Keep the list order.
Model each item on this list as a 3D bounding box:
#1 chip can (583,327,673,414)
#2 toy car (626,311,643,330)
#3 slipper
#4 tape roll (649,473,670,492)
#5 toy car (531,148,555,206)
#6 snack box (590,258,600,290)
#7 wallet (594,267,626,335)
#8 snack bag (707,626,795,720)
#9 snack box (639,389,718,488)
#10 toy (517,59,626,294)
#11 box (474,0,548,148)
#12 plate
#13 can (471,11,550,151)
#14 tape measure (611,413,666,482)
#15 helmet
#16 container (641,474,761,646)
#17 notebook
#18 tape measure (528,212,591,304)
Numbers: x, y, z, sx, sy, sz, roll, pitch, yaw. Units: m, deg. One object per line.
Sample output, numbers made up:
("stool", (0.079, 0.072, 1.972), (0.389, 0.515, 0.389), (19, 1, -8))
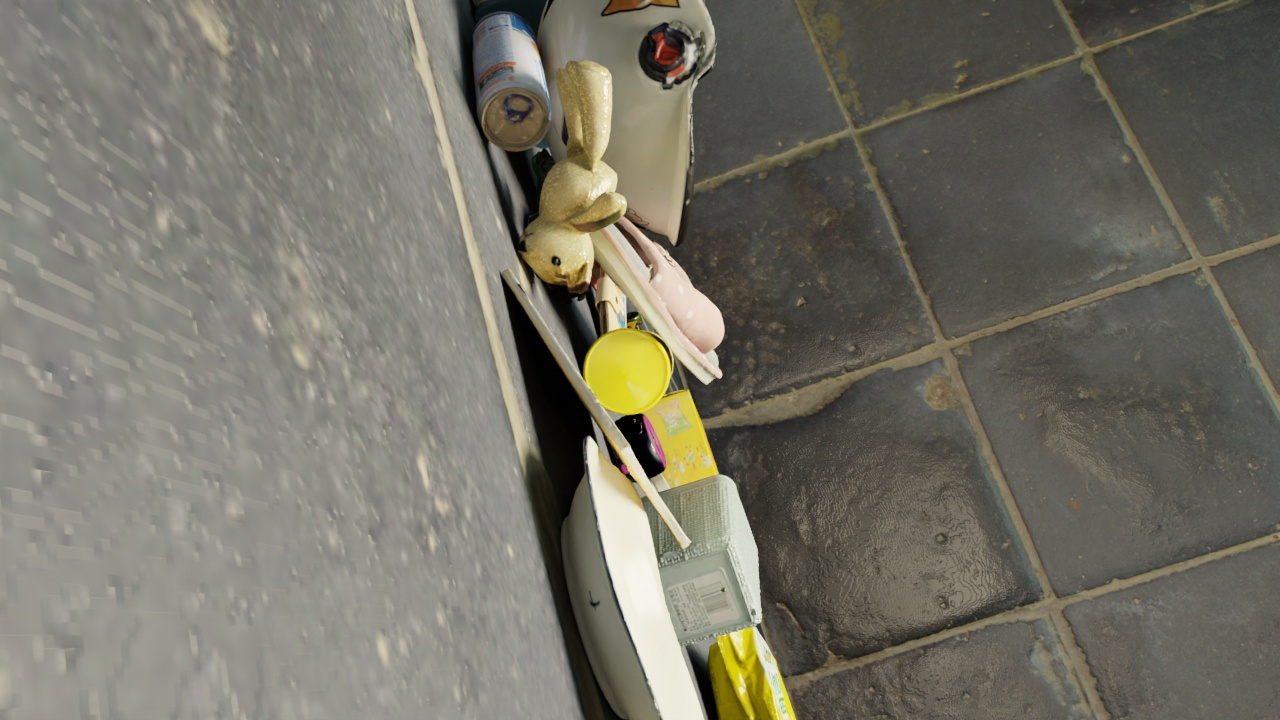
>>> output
("chip can", (-0.005, 0.005, 0.849), (0.213, 0.072, 0.072), (-33, 104, -86))
("toy car", (-0.005, -0.007, 1.109), (0.155, 0.041, 0.071), (-103, 173, -67))
("slipper", (0.023, -0.054, 0.794), (0.114, 0.054, 0.274), (51, 2, 31))
("tape roll", (0.034, 0.158, 0.965), (0.085, 0.014, 0.086), (63, -6, 10))
("toy car", (-0.076, -0.150, 0.844), (0.043, 0.036, 0.091), (-71, 140, -79))
("snack box", (-0.061, -0.134, 1.054), (0.153, 0.025, 0.075), (56, 17, -75))
("wallet", (-0.032, -0.058, 1.006), (0.087, 0.024, 0.115), (66, 22, -67))
("snack bag", (0.115, 0.358, 0.895), (0.247, 0.068, 0.158), (64, 9, -62))
("snack box", (0.065, 0.160, 1.105), (0.158, 0.070, 0.209), (65, 7, -63))
("toy", (-0.048, -0.128, 0.641), (0.105, 0.066, 0.157), (26, -68, 52))
("box", (-0.097, -0.299, 0.890), (0.184, 0.090, 0.062), (62, 11, -52))
("plate", (-0.008, 0.133, 0.495), (0.164, 0.034, 0.164), (62, 10, -68))
("can", (-0.099, -0.213, 0.695), (0.134, 0.053, 0.053), (-104, 174, -46))
("tape measure", (-0.005, 0.074, 0.778), (0.057, 0.039, 0.058), (-60, 126, -84))
("helmet", (-0.014, -0.244, 0.785), (0.230, 0.157, 0.273), (100, 0, -80))
("container", (0.045, 0.161, 0.732), (0.111, 0.090, 0.090), (-80, 151, -74))
("notebook", (-0.024, 0.041, 0.609), (0.146, 0.010, 0.206), (55, -4, 29))
("tape measure", (-0.066, -0.089, 0.735), (0.066, 0.033, 0.066), (69, 7, -55))
